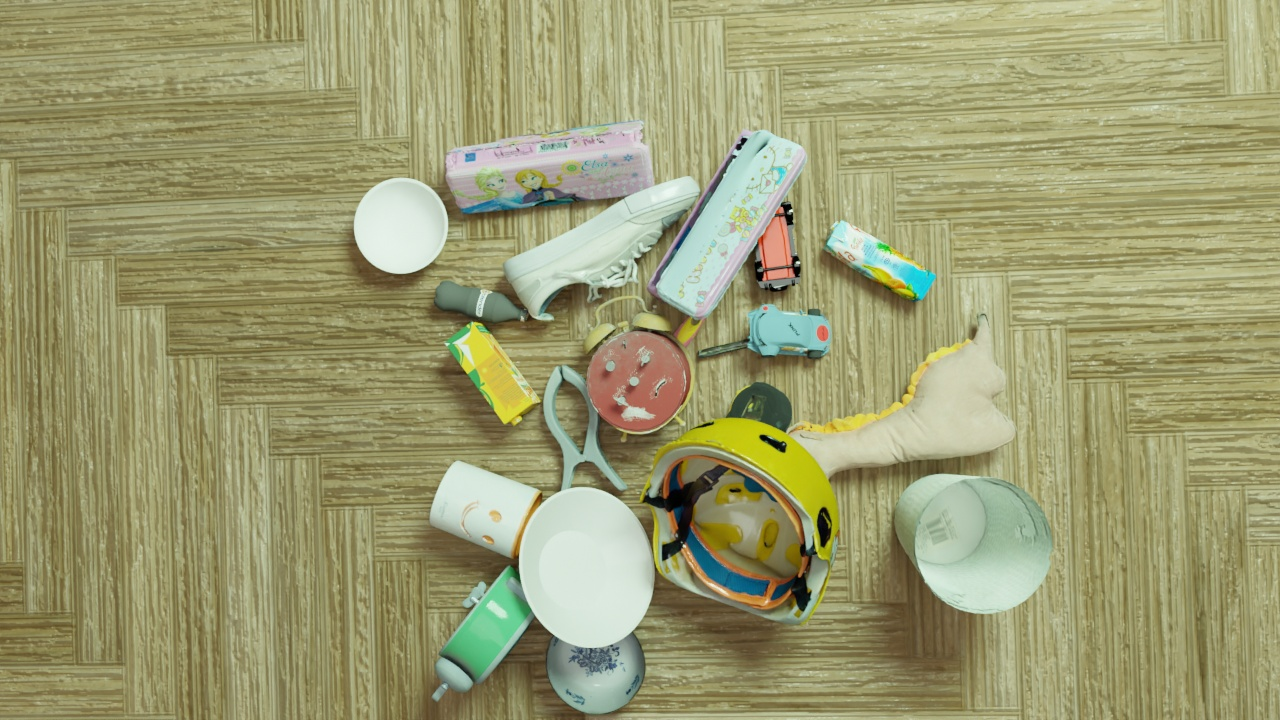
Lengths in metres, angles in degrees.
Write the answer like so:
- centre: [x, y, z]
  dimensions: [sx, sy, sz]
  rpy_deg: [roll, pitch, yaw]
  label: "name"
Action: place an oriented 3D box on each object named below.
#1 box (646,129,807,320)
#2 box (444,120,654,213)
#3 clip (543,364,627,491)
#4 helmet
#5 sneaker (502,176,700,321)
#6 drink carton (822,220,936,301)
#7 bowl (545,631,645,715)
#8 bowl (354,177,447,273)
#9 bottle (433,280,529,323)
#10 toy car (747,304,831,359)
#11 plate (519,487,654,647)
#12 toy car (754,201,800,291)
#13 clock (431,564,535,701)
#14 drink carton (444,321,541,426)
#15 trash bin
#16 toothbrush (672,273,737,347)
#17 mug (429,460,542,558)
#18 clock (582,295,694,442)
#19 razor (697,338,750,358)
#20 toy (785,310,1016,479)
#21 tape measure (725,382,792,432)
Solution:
- centre: [0.086, -0.152, 1.005]
  dimensions: [0.062, 0.140, 0.214]
  rpy_deg: [31, 92, -25]
  label: "box"
- centre: [-0.103, -0.237, 1.055]
  dimensions: [0.230, 0.085, 0.090]
  rpy_deg: [-6, 61, 4]
  label: "box"
- centre: [-0.063, 0.084, 1.066]
  dimensions: [0.090, 0.027, 0.162]
  rpy_deg: [-5, 90, 6]
  label: "clip"
- centre: [0.119, 0.146, 0.974]
  dimensions: [0.209, 0.139, 0.240]
  rpy_deg: [12, 126, 30]
  label: "helmet"
- centre: [-0.033, -0.122, 1.041]
  dimensions: [0.242, 0.089, 0.091]
  rpy_deg: [-26, 92, 10]
  label: "sneaker"
- centre: [0.267, -0.112, 1.036]
  dimensions: [0.129, 0.044, 0.038]
  rpy_deg: [31, 92, 3]
  label: "drink carton"
- centre: [-0.049, 0.343, 1.055]
  dimensions: [0.114, 0.045, 0.114]
  rpy_deg: [0, 89, 4]
  label: "bowl"
- centre: [-0.274, -0.155, 1.076]
  dimensions: [0.110, 0.040, 0.110]
  rpy_deg: [0, 90, 4]
  label: "bowl"
- centre: [-0.185, -0.065, 1.071]
  dimensions: [0.110, 0.036, 0.036]
  rpy_deg: [14, 90, 4]
  label: "bottle"
- centre: [0.173, -0.032, 1.028]
  dimensions: [0.107, 0.028, 0.060]
  rpy_deg: [3, 83, -21]
  label: "toy car"
- centre: [-0.066, 0.232, 1.025]
  dimensions: [0.173, 0.036, 0.173]
  rpy_deg: [14, 64, -31]
  label: "plate"
- centre: [0.151, -0.129, 1.042]
  dimensions: [0.051, 0.049, 0.100]
  rpy_deg: [-8, 89, 5]
  label: "toy car"
- centre: [-0.180, 0.307, 1.023]
  dimensions: [0.075, 0.122, 0.161]
  rpy_deg: [38, 85, 2]
  label: "clock"
- centre: [-0.167, 0.017, 1.058]
  dimensions: [0.041, 0.058, 0.122]
  rpy_deg: [-36, 87, 3]
  label: "drink carton"
- centre: [0.338, 0.181, 0.970]
  dimensions: [0.133, 0.161, 0.133]
  rpy_deg: [0, 89, 4]
  label: "trash bin"
- centre: [0.069, -0.053, 1.064]
  dimensions: [0.021, 0.016, 0.135]
  rpy_deg: [38, 97, 1]
  label: "toothbrush"
- centre: [-0.175, 0.169, 1.047]
  dimensions: [0.105, 0.082, 0.082]
  rpy_deg: [20, 91, 5]
  label: "mug"
- centre: [-0.006, 0.006, 1.028]
  dimensions: [0.117, 0.081, 0.159]
  rpy_deg: [-16, 91, 10]
  label: "clock"
- centre: [0.118, -0.018, 1.058]
  dimensions: [0.106, 0.026, 0.042]
  rpy_deg: [-13, 91, 8]
  label: "razor"
- centre: [0.278, 0.056, 1.032]
  dimensions: [0.264, 0.065, 0.196]
  rpy_deg: [-8, 80, 11]
  label: "toy"
- centre: [0.133, 0.062, 1.035]
  dimensions: [0.072, 0.042, 0.072]
  rpy_deg: [9, 77, 40]
  label: "tape measure"
